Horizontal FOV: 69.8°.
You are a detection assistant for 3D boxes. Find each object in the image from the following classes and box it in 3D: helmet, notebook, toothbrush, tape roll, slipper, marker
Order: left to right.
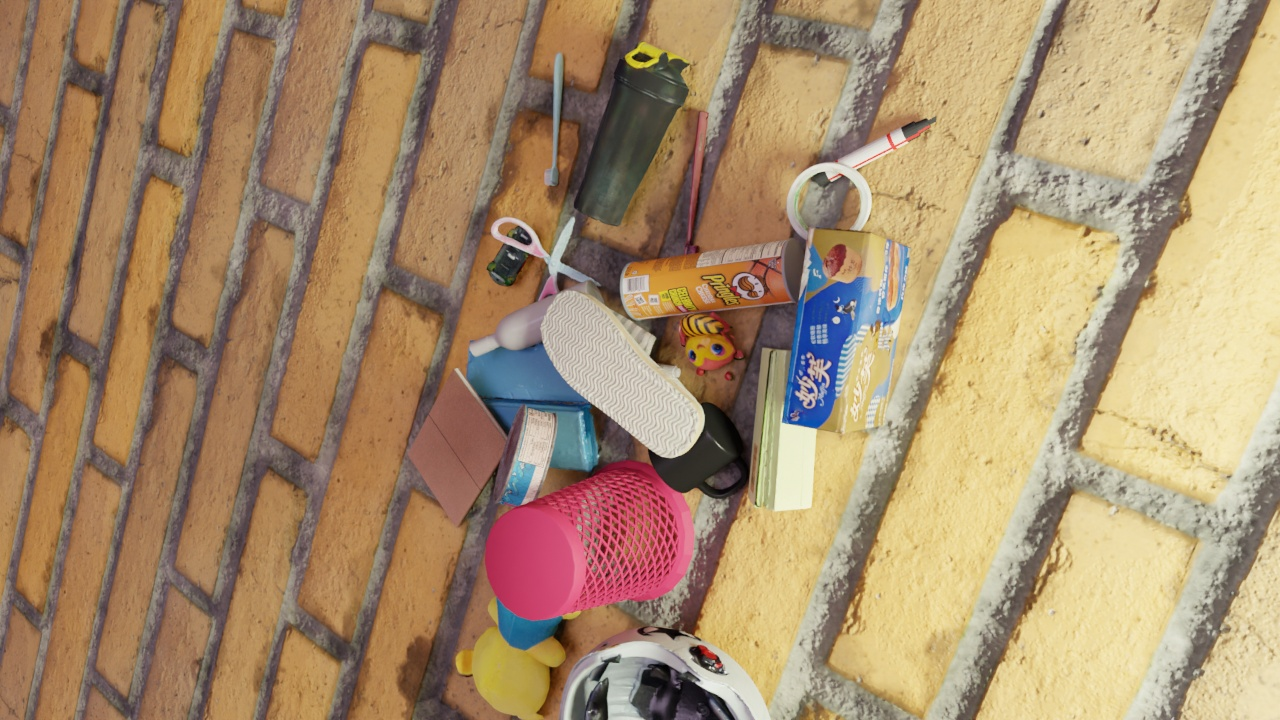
[{"bbox_3d":[-0.262,0.128,1.312,0.141,0.008,0.210,51,131,19],"label":"notebook"},{"bbox_3d":[-0.117,-0.330,1.256,0.017,0.016,0.180,8,95,39],"label":"toothbrush"},{"bbox_3d":[-0.022,0.014,1.126,0.272,0.054,0.114,45,107,29],"label":"slipper"},{"bbox_3d":[-0.007,0.007,1.194,0.134,0.017,0.020,8,58,30],"label":"marker"},{"bbox_3d":[0.046,0.429,1.084,0.264,0.163,0.237,12,100,23],"label":"helmet"},{"bbox_3d":[0.072,-0.215,1.146,0.016,0.016,0.190,7,94,26],"label":"toothbrush"},{"bbox_3d":[0.215,-0.179,1.047,0.094,0.018,0.094,8,109,24],"label":"tape roll"},{"bbox_3d":[0.263,-0.236,1.030,0.146,0.019,0.019,-24,78,28],"label":"marker"}]

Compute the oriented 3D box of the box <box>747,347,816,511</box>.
[{"bbox_3d":[0.162,0.079,1.064,0.091,0.077,0.188,8,93,31],"label":"box"}]

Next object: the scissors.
[{"bbox_3d":[-0.134,-0.124,1.244,0.172,0.013,0.171,28,114,8],"label":"scissors"}]

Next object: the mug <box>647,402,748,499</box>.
[{"bbox_3d":[0.079,0.119,1.118,0.088,0.078,0.113,-39,99,25],"label":"mug"}]

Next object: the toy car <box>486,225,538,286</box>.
[{"bbox_3d":[-0.177,-0.145,1.277,0.042,0.036,0.091,36,107,4],"label":"toy car"}]

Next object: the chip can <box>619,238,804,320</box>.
[{"bbox_3d":[0.086,-0.095,1.104,0.215,0.075,0.075,-5,88,30],"label":"chip can"}]

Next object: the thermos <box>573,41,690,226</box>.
[{"bbox_3d":[-0.015,-0.283,1.153,0.098,0.098,0.221,35,111,25],"label":"thermos"}]

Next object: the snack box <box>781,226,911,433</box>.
[{"bbox_3d":[0.222,-0.031,0.979,0.069,0.154,0.203,10,95,31],"label":"snack box"}]

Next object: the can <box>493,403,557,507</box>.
[{"bbox_3d":[-0.146,0.123,1.160,0.044,0.130,0.130,17,102,-13],"label":"can"}]

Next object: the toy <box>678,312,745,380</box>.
[{"bbox_3d":[0.081,-0.022,1.111,0.084,0.103,0.046,19,58,32],"label":"toy"}]

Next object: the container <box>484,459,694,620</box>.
[{"bbox_3d":[-0.068,0.224,1.111,0.183,0.225,0.183,0,90,30],"label":"container"}]

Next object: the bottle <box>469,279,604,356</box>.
[{"bbox_3d":[-0.144,-0.049,1.236,0.195,0.052,0.052,-21,80,20],"label":"bottle"}]

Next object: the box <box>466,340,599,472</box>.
[{"bbox_3d":[-0.162,0.060,1.261,0.232,0.047,0.177,1,94,33],"label":"box"}]

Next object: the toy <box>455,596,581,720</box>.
[{"bbox_3d":[-0.170,0.385,1.256,0.149,0.083,0.214,27,101,29],"label":"toy"}]
